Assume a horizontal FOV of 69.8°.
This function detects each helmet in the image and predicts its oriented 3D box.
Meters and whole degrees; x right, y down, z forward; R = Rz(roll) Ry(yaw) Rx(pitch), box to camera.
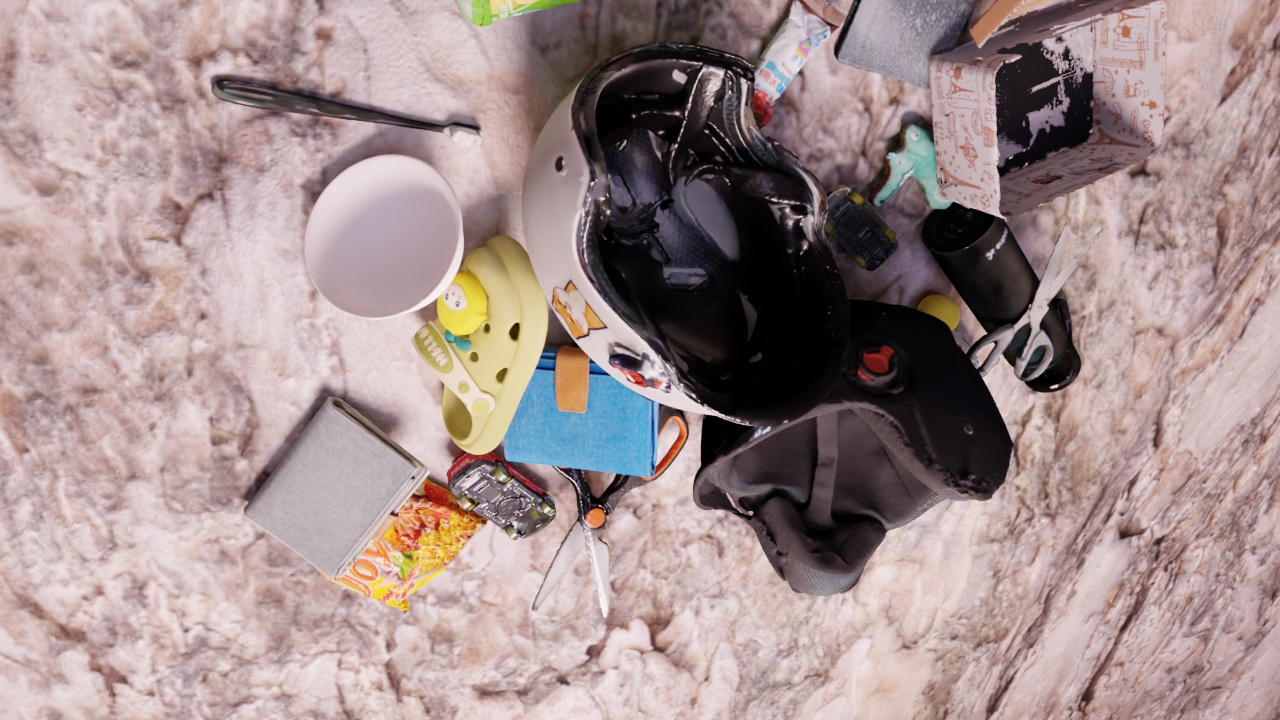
[{"bbox_3d":[0.017,-0.077,0.665,0.229,0.157,0.274,-48,113,-35],"label":"helmet"},{"bbox_3d":[0.169,0.059,0.786,0.274,0.229,0.234,9,142,-21],"label":"helmet"}]

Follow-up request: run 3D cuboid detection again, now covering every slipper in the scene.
[{"bbox_3d":[-0.132,-0.004,0.711,0.081,0.091,0.191,-9,131,-40],"label":"slipper"}]

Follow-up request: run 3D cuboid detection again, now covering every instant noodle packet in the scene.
[{"bbox_3d":[-0.217,0.163,0.822,0.110,0.044,0.128,37,104,-30],"label":"instant noodle packet"}]

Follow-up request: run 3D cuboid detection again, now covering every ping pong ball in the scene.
[{"bbox_3d":[0.283,-0.043,0.875,0.040,0.040,0.040,-9,124,-15],"label":"ping pong ball"}]

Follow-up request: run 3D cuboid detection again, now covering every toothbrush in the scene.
[{"bbox_3d":[-0.198,-0.170,0.634,0.181,0.018,0.016,6,122,-22],"label":"toothbrush"}]

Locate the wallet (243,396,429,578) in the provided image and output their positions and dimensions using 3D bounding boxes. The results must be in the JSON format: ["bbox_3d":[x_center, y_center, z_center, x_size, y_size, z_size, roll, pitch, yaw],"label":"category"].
[{"bbox_3d":[-0.251,0.108,0.765,0.106,0.037,0.130,39,103,-7],"label":"wallet"}]

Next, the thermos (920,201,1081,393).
[{"bbox_3d":[0.356,-0.066,0.881,0.242,0.069,0.089,41,69,-37],"label":"thermos"}]

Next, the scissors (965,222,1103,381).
[{"bbox_3d":[0.362,-0.044,0.838,0.163,0.014,0.166,-33,127,16],"label":"scissors"}]

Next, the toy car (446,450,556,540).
[{"bbox_3d":[-0.124,0.118,0.826,0.053,0.045,0.120,-36,132,7],"label":"toy car"}]

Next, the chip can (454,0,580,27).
[{"bbox_3d":[-0.018,-0.276,0.597,0.221,0.072,0.073,-17,125,-9],"label":"chip can"}]

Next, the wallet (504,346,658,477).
[{"bbox_3d":[-0.051,0.041,0.758,0.133,0.040,0.106,5,106,15],"label":"wallet"}]

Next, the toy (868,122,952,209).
[{"bbox_3d":[0.244,-0.163,0.792,0.092,0.030,0.096,31,106,-28],"label":"toy"}]

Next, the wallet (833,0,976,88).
[{"bbox_3d":[0.213,-0.280,0.714,0.097,0.019,0.121,9,119,-23],"label":"wallet"}]

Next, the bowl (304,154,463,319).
[{"bbox_3d":[-0.172,-0.081,0.661,0.118,0.118,0.064,-37,164,5],"label":"bowl"}]

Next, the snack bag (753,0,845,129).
[{"bbox_3d":[0.109,-0.230,0.701,0.045,0.026,0.105,30,106,-22],"label":"snack bag"}]

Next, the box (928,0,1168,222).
[{"bbox_3d":[0.331,-0.242,0.697,0.179,0.130,0.273,-23,146,-15],"label":"box"}]

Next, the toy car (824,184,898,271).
[{"bbox_3d":[0.185,-0.116,0.796,0.042,0.035,0.090,-47,124,10],"label":"toy car"}]

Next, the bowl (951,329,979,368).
[{"bbox_3d":[0.292,0.028,0.912,0.113,0.062,0.114,-10,123,-16],"label":"bowl"}]

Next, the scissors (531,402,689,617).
[{"bbox_3d":[-0.043,0.117,0.832,0.220,0.022,0.225,-41,112,-12],"label":"scissors"}]
